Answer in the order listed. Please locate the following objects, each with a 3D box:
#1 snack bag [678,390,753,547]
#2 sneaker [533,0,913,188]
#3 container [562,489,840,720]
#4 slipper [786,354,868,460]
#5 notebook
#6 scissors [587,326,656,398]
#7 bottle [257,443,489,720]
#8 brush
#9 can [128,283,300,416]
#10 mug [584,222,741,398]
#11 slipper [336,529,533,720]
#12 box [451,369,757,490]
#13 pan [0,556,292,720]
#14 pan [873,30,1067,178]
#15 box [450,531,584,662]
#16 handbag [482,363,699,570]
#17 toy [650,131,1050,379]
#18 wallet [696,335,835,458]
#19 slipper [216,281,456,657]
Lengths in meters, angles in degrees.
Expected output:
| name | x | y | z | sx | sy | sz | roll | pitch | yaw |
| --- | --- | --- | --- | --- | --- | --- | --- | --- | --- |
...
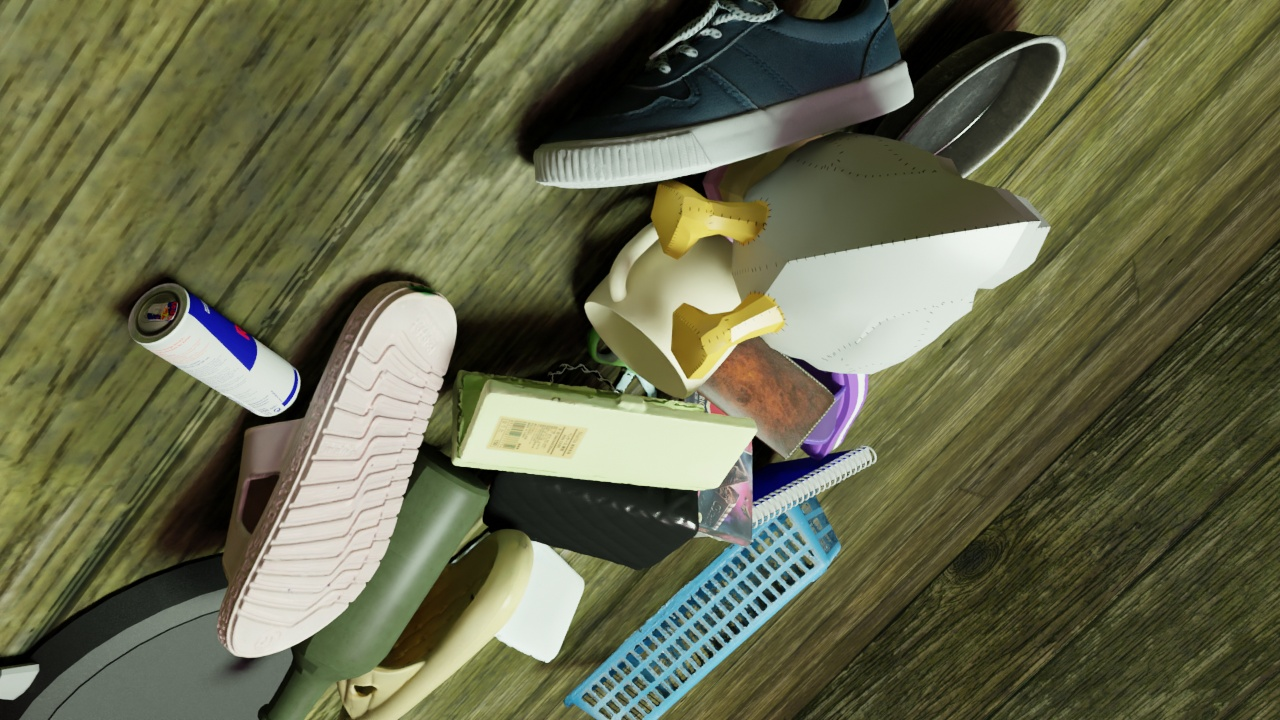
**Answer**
| name | x | y | z | sx | sy | sz | roll | pitch | yaw |
| --- | --- | --- | --- | --- | --- | --- | --- | --- | --- |
| snack bag | 0.062 | 0.076 | 0.776 | 0.074 | 0.155 | 0.018 | 21 | 145 | -27 |
| sneaker | 0.047 | -0.158 | 0.518 | 0.235 | 0.089 | 0.087 | -19 | 105 | -11 |
| container | 0.097 | 0.305 | 1.114 | 0.362 | 0.089 | 0.257 | -44 | 164 | 8 |
| slipper | 0.143 | 0.038 | 0.878 | 0.084 | 0.107 | 0.267 | -36 | 155 | -12 |
| notebook | 0.123 | 0.143 | 0.976 | 0.208 | 0.022 | 0.172 | -20 | 179 | -35 |
| scissors | 0.004 | -0.001 | 0.743 | 0.159 | 0.025 | 0.171 | -46 | 155 | -7 |
| bottle | -0.186 | 0.157 | 0.619 | 0.206 | 0.071 | 0.071 | -57 | 151 | -3 |
| brush | 0.127 | -0.079 | 0.680 | 0.089 | 0.043 | 0.229 | -46 | 130 | -7 |
| can | -0.211 | -0.002 | 0.463 | 0.032 | 0.032 | 0.095 | -40 | 151 | -5 |
| mug | 0.025 | -0.049 | 0.629 | 0.099 | 0.096 | 0.120 | -47 | 138 | -15 |
| slipper | -0.178 | 0.197 | 0.702 | 0.262 | 0.079 | 0.111 | -41 | -160 | 33 |
| box | -0.028 | 0.037 | 0.617 | 0.187 | 0.083 | 0.092 | 11 | 126 | -24 |
| pan | -0.342 | 0.204 | 0.577 | 0.225 | 0.034 | 0.356 | -47 | 151 | 6 |
| pan | 0.222 | -0.136 | 0.796 | 0.186 | 0.055 | 0.358 | -16 | 154 | -39 |
| box | -0.097 | 0.222 | 0.852 | 0.122 | 0.083 | 0.215 | -38 | 150 | -2 |
| handbag | -0.040 | 0.089 | 0.706 | 0.153 | 0.114 | 0.125 | 15 | 141 | -13 |
| toy | 0.146 | -0.066 | 0.556 | 0.267 | 0.141 | 0.247 | -9 | -177 | -12 |
| wallet | 0.096 | 0.020 | 0.773 | 0.072 | 0.123 | 0.019 | -51 | -179 | 1 |
| slipper | -0.186 | 0.059 | 0.547 | 0.094 | 0.064 | 0.239 | 17 | 99 | -60 |
